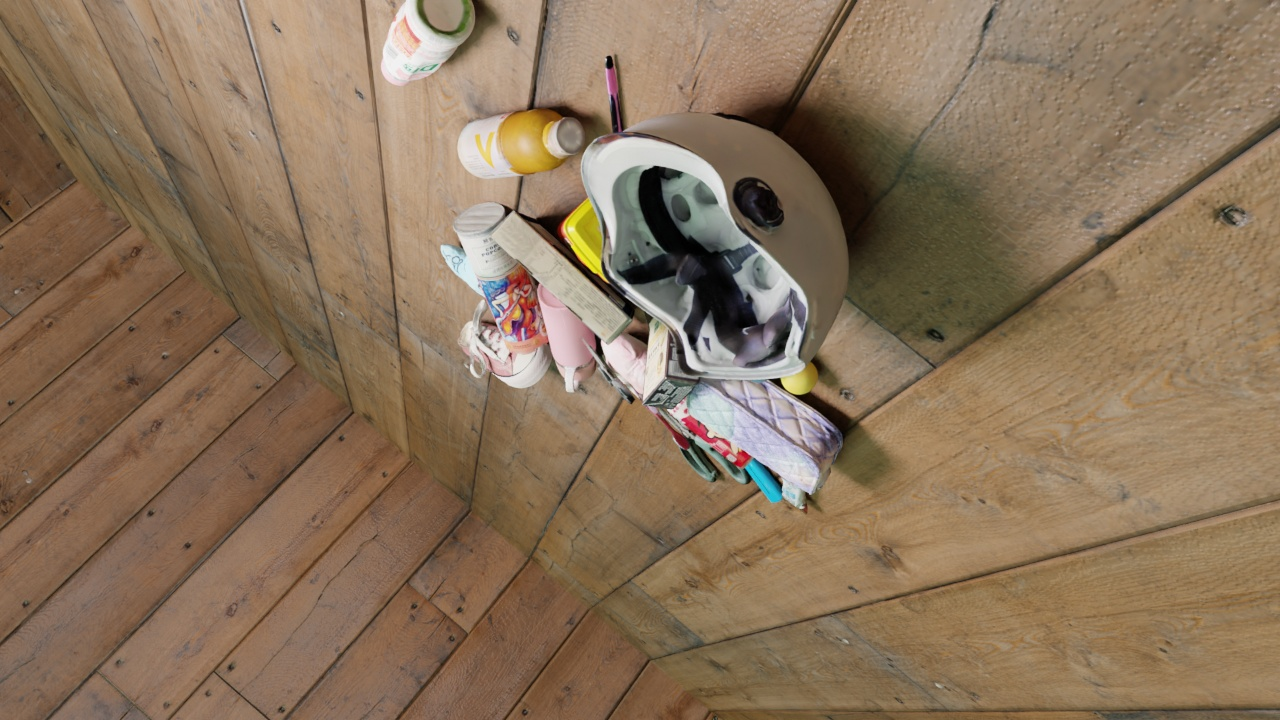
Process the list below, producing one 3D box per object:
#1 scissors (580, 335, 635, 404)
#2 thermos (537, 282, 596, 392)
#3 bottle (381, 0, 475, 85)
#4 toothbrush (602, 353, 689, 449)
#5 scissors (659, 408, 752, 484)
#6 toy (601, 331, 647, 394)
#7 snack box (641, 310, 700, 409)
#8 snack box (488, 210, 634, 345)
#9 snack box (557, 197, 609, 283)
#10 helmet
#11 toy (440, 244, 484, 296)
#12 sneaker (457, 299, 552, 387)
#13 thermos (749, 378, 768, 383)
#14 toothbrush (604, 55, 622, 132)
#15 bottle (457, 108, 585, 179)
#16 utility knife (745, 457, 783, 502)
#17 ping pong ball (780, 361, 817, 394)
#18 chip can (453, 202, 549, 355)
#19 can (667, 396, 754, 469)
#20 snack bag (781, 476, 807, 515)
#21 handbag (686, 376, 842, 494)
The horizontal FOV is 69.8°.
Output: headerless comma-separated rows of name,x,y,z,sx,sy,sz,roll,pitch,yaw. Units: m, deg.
scissors,-0.055,0.007,1.293,0.170,0.014,0.150,49,174,-24
thermos,-0.100,-0.033,1.282,0.067,0.087,0.199,6,147,6
bottle,-0.235,-0.340,0.978,0.068,0.068,0.197,49,159,-18
toothbrush,0.008,0.061,1.348,0.187,0.016,0.017,48,163,-2
scissors,0.086,0.134,1.374,0.175,0.019,0.176,39,158,5
toy,-0.007,0.007,1.252,0.121,0.054,0.159,41,169,-2
snack box,0.036,-0.018,1.093,0.053,0.125,0.113,10,160,-11
snack box,-0.087,-0.100,1.098,0.178,0.046,0.182,42,-176,-3
snack box,-0.043,-0.139,1.027,0.091,0.082,0.080,48,169,-17
helmet,0.080,-0.113,0.796,0.258,0.145,0.230,53,153,-8
toy,-0.238,-0.127,1.370,0.156,0.049,0.161,35,166,10
sneaker,-0.237,-0.024,1.487,0.088,0.118,0.241,34,172,-41
thermos,0.077,-0.067,0.982,0.220,0.070,0.070,48,156,-17
toothbrush,-0.024,-0.227,0.917,0.018,0.014,0.189,42,159,28
bottle,-0.129,-0.235,0.992,0.190,0.067,0.068,9,141,50
utility knife,0.140,0.126,1.282,0.204,0.018,0.034,51,155,-19
ping pong ball,0.175,0.017,1.009,0.040,0.040,0.040,33,156,17
chip can,-0.187,-0.108,1.266,0.071,0.071,0.215,22,144,37
can,0.098,0.084,1.218,0.133,0.053,0.053,38,157,0
snack bag,0.209,0.171,1.243,0.048,0.026,0.104,34,157,31
handbag,0.150,0.074,1.106,0.194,0.075,0.134,35,160,16
